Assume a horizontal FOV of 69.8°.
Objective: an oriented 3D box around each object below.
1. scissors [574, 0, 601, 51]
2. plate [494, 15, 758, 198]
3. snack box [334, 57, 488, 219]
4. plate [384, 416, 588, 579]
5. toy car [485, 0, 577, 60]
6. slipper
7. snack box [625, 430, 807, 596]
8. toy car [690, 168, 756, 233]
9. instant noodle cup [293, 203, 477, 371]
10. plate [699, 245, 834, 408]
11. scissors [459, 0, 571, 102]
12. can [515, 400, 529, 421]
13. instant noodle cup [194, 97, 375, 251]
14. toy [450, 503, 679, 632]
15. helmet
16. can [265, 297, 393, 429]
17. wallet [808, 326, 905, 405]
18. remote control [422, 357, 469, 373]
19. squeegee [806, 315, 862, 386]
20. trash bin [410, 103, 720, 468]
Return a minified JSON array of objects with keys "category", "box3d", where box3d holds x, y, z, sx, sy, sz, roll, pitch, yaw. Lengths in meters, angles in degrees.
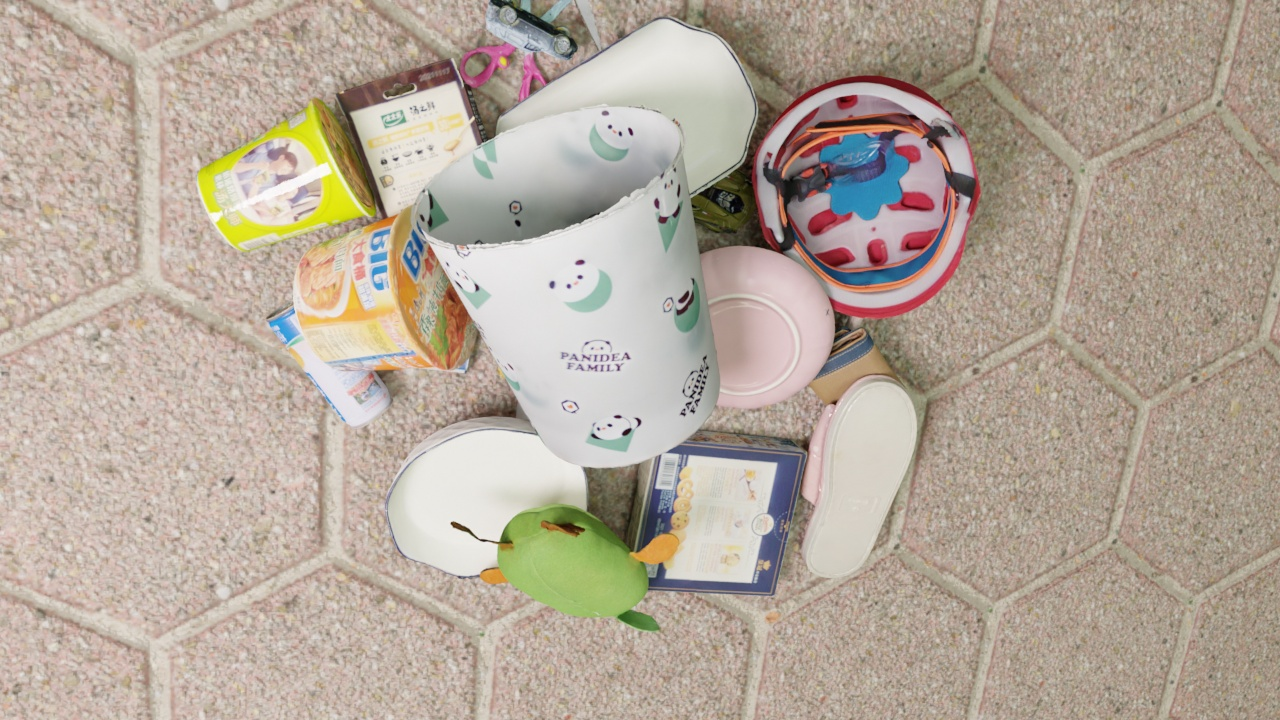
[{"category":"scissors","box3d":[-0.073,-0.367,0.844,0.159,0.014,0.178,-18,91,0]},{"category":"plate","box3d":[-0.018,-0.212,0.888,0.266,0.034,0.162,-31,103,7]},{"category":"snack box","box3d":[-0.200,-0.199,0.843,0.113,0.053,0.126,-15,105,4]},{"category":"plate","box3d":[-0.155,0.136,0.931,0.204,0.045,0.205,-9,130,-11]},{"category":"toy car","box3d":[-0.101,-0.304,0.850,0.090,0.042,0.034,22,117,-19]},{"category":"slipper","box3d":[0.244,0.134,1.063,0.114,0.054,0.275,1,118,-11]},{"category":"snack box","box3d":[0.082,0.173,1.039,0.182,0.046,0.178,7,102,-17]},{"category":"toy car","box3d":[0.046,-0.182,0.938,0.158,0.042,0.070,20,98,-17]},{"category":"instant noodle cup","box3d":[-0.231,-0.057,0.831,0.111,0.151,0.151,-9,109,17]},{"category":"plate","box3d":[0.104,-0.024,0.949,0.192,0.039,0.193,4,123,7]},{"category":"scissors","box3d":[-0.107,-0.297,0.878,0.133,0.017,0.118,-44,109,-5]},{"category":"can","box3d":[-0.055,0.058,0.963,0.146,0.058,0.058,10,101,-18]},{"category":"instant noodle cup","box3d":[-0.317,-0.156,0.813,0.123,0.111,0.112,-23,109,-1]},{"category":"toy","box3d":[-0.069,0.201,0.921,0.227,0.089,0.247,-12,144,24]},{"category":"helmet","box3d":[0.226,-0.177,0.930,0.207,0.143,0.240,-12,120,17]},{"category":"can","box3d":[-0.297,0.000,0.883,0.053,0.053,0.134,-33,111,-5]},{"category":"wallet","box3d":[0.233,0.017,1.019,0.090,0.033,0.115,-29,129,21]},{"category":"remote control","box3d":[-0.189,-0.049,0.915,0.049,0.024,0.125,8,101,-17]},{"category":"squeegee","box3d":[0.245,-0.078,1.021,0.247,0.040,0.250,17,99,-18]},{"category":"trash bin","box3d":[-0.044,-0.057,0.803,0.229,0.229,0.252,-24,126,-8]}]
